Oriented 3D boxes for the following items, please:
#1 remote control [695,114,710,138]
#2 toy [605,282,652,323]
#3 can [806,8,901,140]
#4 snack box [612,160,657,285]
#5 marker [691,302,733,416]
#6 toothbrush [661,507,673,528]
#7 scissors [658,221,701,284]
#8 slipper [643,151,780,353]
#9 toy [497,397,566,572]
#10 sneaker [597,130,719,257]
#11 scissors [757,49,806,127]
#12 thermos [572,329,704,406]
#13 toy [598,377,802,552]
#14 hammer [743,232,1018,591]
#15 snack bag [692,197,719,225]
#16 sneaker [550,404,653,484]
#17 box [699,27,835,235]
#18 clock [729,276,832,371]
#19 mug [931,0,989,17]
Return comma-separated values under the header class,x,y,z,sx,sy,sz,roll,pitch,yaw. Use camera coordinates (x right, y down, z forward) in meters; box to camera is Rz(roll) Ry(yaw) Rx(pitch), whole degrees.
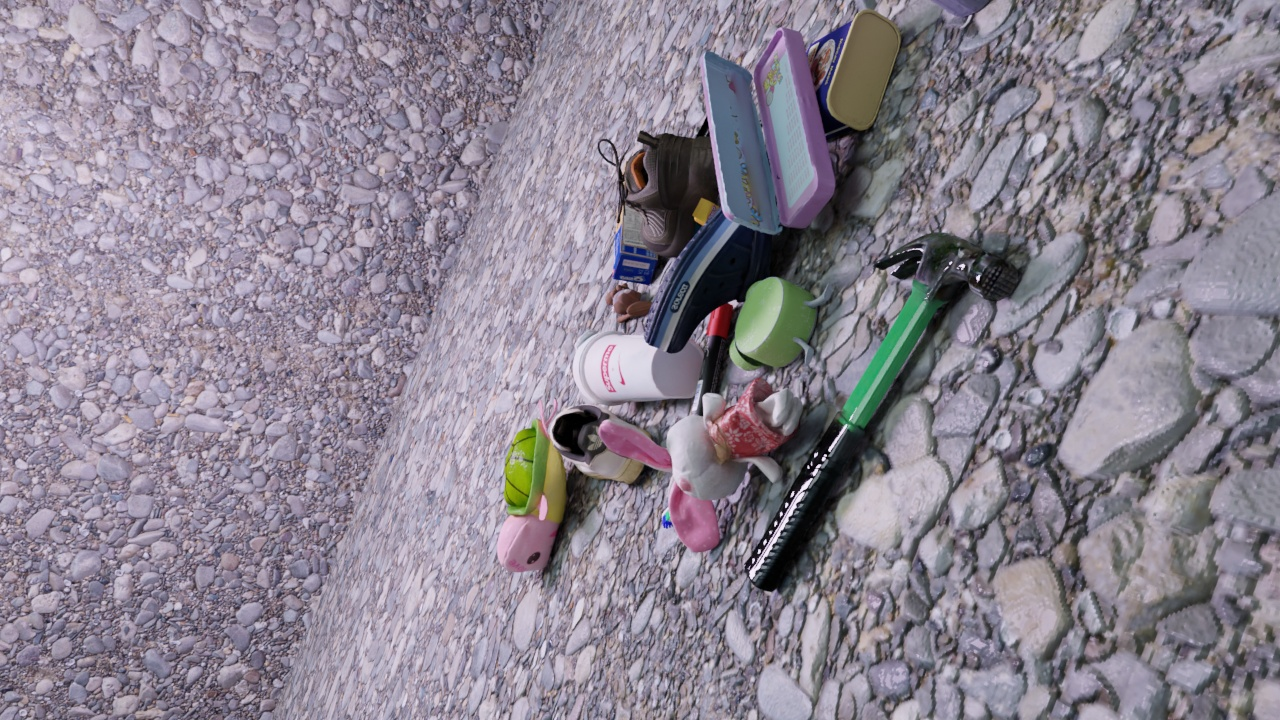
class,x,y,z,sx,sy,sz,roll,pitch,yaw
remote control,0.069,-0.282,1.290,0.152,0.020,0.041,-58,24,28
toy,-0.018,-0.081,1.272,0.102,0.041,0.055,160,96,-71
can,0.201,-0.282,0.928,0.092,0.056,0.116,3,72,69
snack box,-0.005,-0.199,1.322,0.057,0.056,0.206,110,166,-48
marker,0.076,0.005,0.993,0.023,0.021,0.144,2,66,28
toothbrush,0.072,0.114,0.907,0.187,0.015,0.016,-50,30,37
scissors,0.061,-0.175,1.209,0.156,0.019,0.124,-52,25,32
slipper,0.098,-0.109,0.953,0.252,0.095,0.105,-55,0,-14
toy,-0.142,0.168,1.240,0.190,0.087,0.238,-144,61,-81
sneaker,0.006,-0.202,1.113,0.238,0.143,0.101,127,156,-67
scissors,0.136,-0.267,1.067,0.202,0.015,0.201,-58,8,23
thermos,-0.007,0.006,1.098,0.221,0.099,0.099,-2,67,63
toy,0.070,0.082,0.831,0.195,0.159,0.084,-33,7,33
hammer,0.168,0.046,0.725,0.319,0.032,0.130,-63,23,14
snack bag,0.090,-0.155,1.032,0.020,0.099,0.026,23,90,36
sneaker,-0.072,0.097,1.145,0.242,0.102,0.089,5,75,69
box,0.114,-0.232,0.904,0.089,0.092,0.213,126,144,-56
clock,0.127,-0.037,0.887,0.119,0.042,0.094,-10,59,66
mug,0.258,-0.371,0.810,0.084,0.104,0.123,-55,24,30
